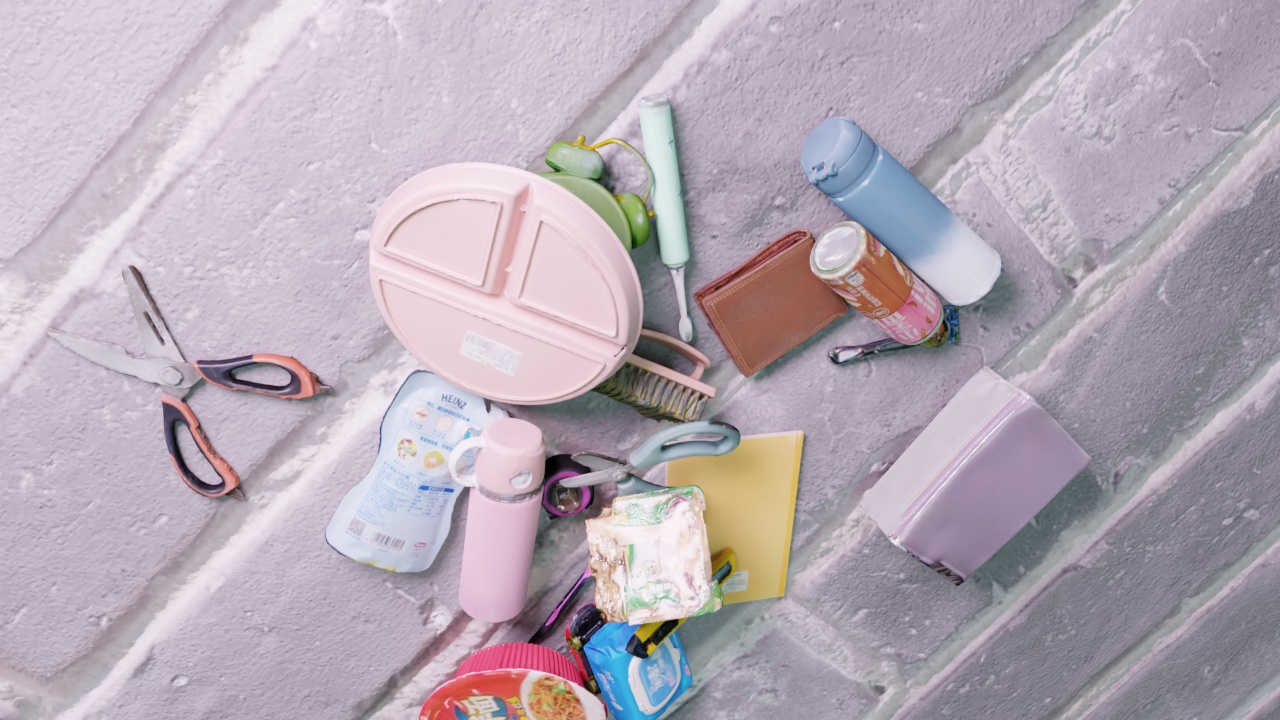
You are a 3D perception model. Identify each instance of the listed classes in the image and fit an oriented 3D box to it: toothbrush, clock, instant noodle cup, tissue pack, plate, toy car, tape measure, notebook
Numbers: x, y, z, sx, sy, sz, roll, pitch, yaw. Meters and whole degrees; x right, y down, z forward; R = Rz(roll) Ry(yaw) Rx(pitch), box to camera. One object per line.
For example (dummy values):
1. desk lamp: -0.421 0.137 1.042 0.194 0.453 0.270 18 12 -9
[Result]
1. toothbrush: 0.027 -0.117 0.798 0.026 0.027 0.225 1 118 20
2. clock: -0.057 -0.113 0.762 0.161 0.056 0.116 -43 117 7
3. instant noodle cup: -0.124 0.354 0.936 0.194 0.065 0.194 0 123 1
4. tissue pack: 0.003 0.321 0.959 0.094 0.052 0.157 -37 123 -33
5. plate: -0.112 -0.049 0.732 0.229 0.028 0.230 8 132 9
6. toothbrush: -0.084 0.261 0.950 0.017 0.014 0.189 30 103 -35
7. toy car: -0.050 0.300 0.961 0.049 0.031 0.106 -37 125 -34
8. tape measure: -0.072 0.120 0.873 0.057 0.039 0.058 -18 117 -6
9. notebook: 0.092 0.170 0.955 0.145 0.010 0.206 -4 115 -13

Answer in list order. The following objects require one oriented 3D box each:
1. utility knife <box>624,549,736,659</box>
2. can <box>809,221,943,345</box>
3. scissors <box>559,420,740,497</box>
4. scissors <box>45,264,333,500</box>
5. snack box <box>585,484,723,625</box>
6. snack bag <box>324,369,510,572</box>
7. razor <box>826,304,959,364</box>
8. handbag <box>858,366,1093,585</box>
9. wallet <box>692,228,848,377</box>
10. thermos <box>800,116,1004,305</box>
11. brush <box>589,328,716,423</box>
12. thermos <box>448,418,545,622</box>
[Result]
1. utility knife: 0.045 0.246 0.928 0.154 0.015 0.033 -38 116 -24
2. can: 0.217 -0.068 0.836 0.147 0.058 0.058 31 104 -38
3. scissors: 0.020 0.094 0.846 0.173 0.019 0.179 27 125 -39
4. scissors: -0.377 0.025 0.766 0.222 0.015 0.189 17 109 -20
5. snack box: 0.018 0.193 0.875 0.117 0.118 0.106 -10 159 6
6. snack bag: -0.200 0.103 0.834 0.110 0.039 0.191 26 103 -21
7. razor: 0.252 -0.019 0.904 0.142 0.022 0.043 -14 114 -8
8. handbag: 0.346 0.124 0.951 0.145 0.098 0.197 37 100 -24
9. wallet: 0.124 -0.053 0.852 0.124 0.032 0.101 -33 121 2
10. thermos: 0.235 -0.133 0.824 0.220 0.070 0.070 34 102 -25
11. brush: -0.005 0.005 0.831 0.145 0.063 0.073 23 77 -20
12. thermos: -0.135 0.148 0.838 0.087 0.067 0.199 -6 125 -26
